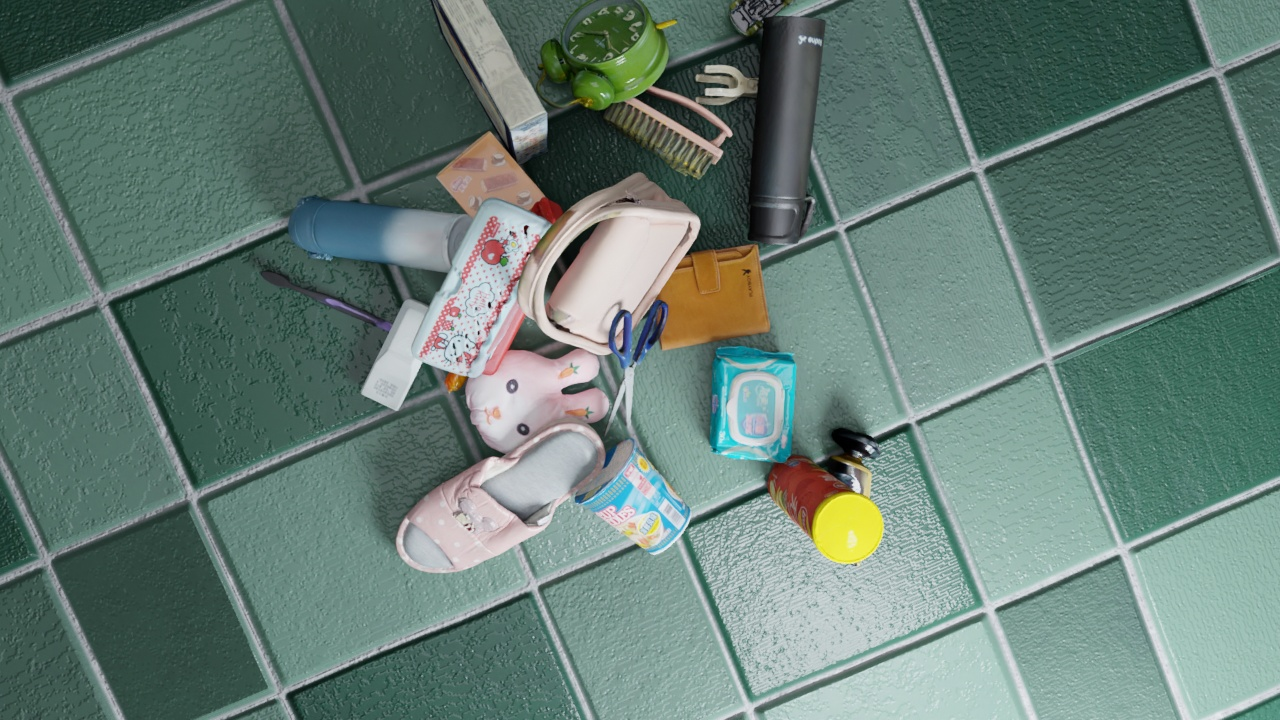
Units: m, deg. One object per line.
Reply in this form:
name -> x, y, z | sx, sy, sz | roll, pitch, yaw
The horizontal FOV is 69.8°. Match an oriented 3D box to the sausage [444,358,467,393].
sausage -> -0.179, -0.032, 1.061 | 0.021, 0.021, 0.165 | 33, 91, -5

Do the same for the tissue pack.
tissue pack -> 0.130, 0.050, 1.070 | 0.093, 0.050, 0.133 | 2, 93, -3

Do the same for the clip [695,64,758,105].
clip -> 0.108, -0.315, 1.066 | 0.104, 0.087, 0.035 | -3, 92, -31

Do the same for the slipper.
slipper -> -0.159, 0.161, 1.034 | 0.274, 0.054, 0.114 | -32, 110, 9

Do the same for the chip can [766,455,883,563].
chip can -> 0.195, 0.155, 0.996 | 0.073, 0.216, 0.073 | 0, 94, -4

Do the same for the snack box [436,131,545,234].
snack box -> -0.162, -0.186, 1.018 | 0.077, 0.093, 0.094 | -41, 95, -1

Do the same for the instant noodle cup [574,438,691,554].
instant noodle cup -> -0.002, 0.161, 1.051 | 0.110, 0.099, 0.099 | 44, 90, -12

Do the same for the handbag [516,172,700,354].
handbag -> -0.048, -0.100, 0.950 | 0.093, 0.233, 0.193 | 37, 107, 15

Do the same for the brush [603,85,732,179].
brush -> 0.029, -0.269, 1.041 | 0.145, 0.063, 0.073 | 31, 95, -3

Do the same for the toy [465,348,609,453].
toy -> -0.119, 0.041, 1.055 | 0.159, 0.054, 0.121 | -16, 97, -7

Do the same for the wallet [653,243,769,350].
wallet -> 0.078, -0.081, 1.071 | 0.130, 0.035, 0.119 | -10, 100, -3

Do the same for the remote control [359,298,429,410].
remote control -> -0.273, -0.008, 1.053 | 0.049, 0.024, 0.125 | 26, 96, -8

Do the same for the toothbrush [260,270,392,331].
toothbrush -> -0.345, -0.063, 1.057 | 0.189, 0.016, 0.014 | 24, 98, -7

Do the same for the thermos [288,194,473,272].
thermos -> -0.281, -0.135, 0.992 | 0.221, 0.070, 0.070 | 9, 93, 22

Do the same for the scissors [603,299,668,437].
scissors -> -0.013, 0.004, 1.031 | 0.012, 0.163, 0.162 | 26, 78, 30

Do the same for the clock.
clock -> -0.044, -0.335, 1.008 | 0.161, 0.056, 0.116 | -43, 59, -4

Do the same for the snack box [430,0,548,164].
snack box -> -0.160, -0.309, 0.967 | 0.046, 0.182, 0.178 | -30, 94, -4

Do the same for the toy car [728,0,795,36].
toy car -> 0.142, -0.410, 1.052 | 0.091, 0.036, 0.043 | -38, 96, -2

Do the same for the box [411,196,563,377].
box -> -0.161, -0.084, 0.965 | 0.100, 0.095, 0.201 | 21, 116, -23

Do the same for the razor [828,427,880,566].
razor -> 0.253, 0.163, 1.087 | 0.067, 0.062, 0.167 | -5, 100, -34

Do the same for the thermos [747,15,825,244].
thermos -> 0.168, -0.255, 1.035 | 0.089, 0.068, 0.243 | -11, 111, -40
